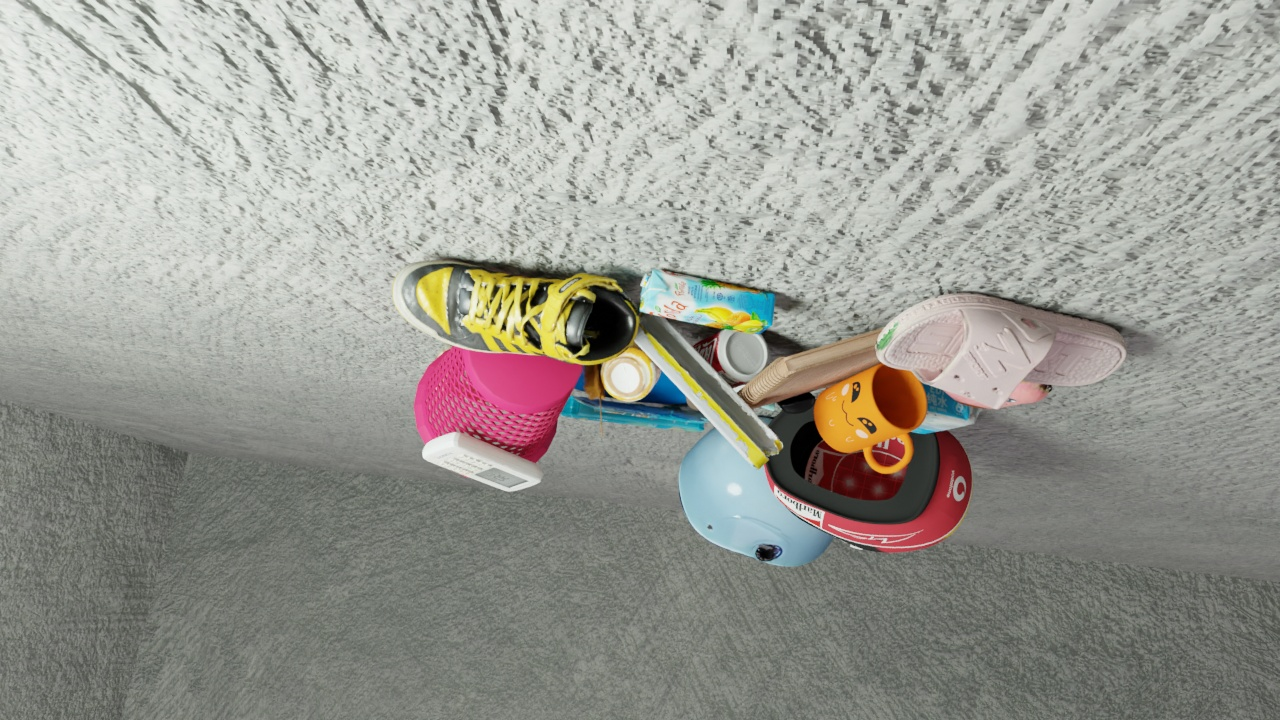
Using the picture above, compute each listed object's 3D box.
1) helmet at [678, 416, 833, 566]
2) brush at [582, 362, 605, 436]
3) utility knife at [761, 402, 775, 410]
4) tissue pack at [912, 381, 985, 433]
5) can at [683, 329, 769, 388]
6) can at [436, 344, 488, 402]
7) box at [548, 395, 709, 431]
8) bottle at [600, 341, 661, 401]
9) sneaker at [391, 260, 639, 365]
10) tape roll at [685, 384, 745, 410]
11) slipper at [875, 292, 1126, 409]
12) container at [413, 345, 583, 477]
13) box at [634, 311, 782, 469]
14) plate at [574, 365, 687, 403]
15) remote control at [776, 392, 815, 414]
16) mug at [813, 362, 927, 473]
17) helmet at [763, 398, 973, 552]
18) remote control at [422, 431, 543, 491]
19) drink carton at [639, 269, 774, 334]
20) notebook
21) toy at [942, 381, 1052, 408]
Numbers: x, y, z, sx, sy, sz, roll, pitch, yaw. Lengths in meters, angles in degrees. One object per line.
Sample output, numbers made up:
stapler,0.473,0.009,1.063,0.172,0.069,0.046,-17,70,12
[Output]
helmet,0.201,0.193,1.409,0.265,0.224,0.167,24,138,-7
brush,-0.053,0.020,1.039,0.017,0.126,0.048,-6,162,7
utility knife,0.145,0.049,1.284,0.120,0.015,0.022,19,-167,-34
tissue pack,0.320,0.044,1.077,0.144,0.061,0.093,12,163,-23
can,0.093,0.001,1.022,0.064,0.064,0.105,13,165,-20
can,-0.198,0.027,1.269,0.170,0.067,0.067,14,164,-23
box,0.001,0.076,1.322,0.226,0.039,0.182,9,178,-28
bottle,-0.006,0.006,1.056,0.063,0.063,0.108,5,-164,10
sneaker,-0.113,-0.047,0.878,0.238,0.086,0.122,8,179,-19
tape roll,0.101,0.030,1.137,0.093,0.030,0.094,-8,154,-4
slipper,0.336,-0.001,0.833,0.239,0.064,0.094,6,139,-11
container,-0.157,0.025,1.069,0.183,0.183,0.226,12,158,-16
box,0.068,0.028,0.982,0.210,0.044,0.066,46,178,0
plate,-0.011,0.020,1.227,0.224,0.024,0.224,7,166,2
remote control,0.179,0.042,1.118,0.041,0.020,0.152,-13,-172,0
mug,0.254,0.068,0.993,0.077,0.112,0.096,-13,168,-31
helmet,0.308,0.156,1.250,0.271,0.197,0.224,12,167,18
remote control,-0.179,0.117,1.048,0.060,0.025,0.138,-22,143,37
drink carton,0.062,-0.055,0.874,0.129,0.038,0.044,11,165,-12
notebook,0.190,0.009,0.956,0.169,0.022,0.211,-16,169,-11
toy,0.382,0.024,0.986,0.090,0.051,0.110,19,161,-41
